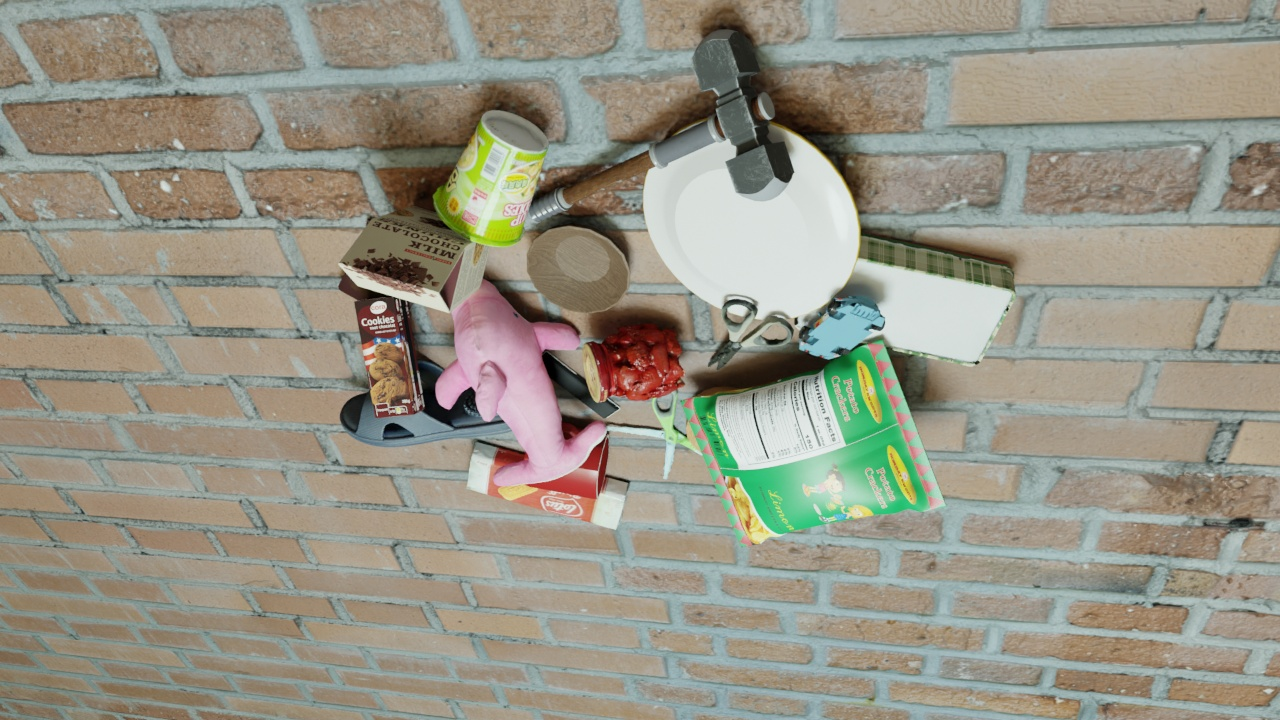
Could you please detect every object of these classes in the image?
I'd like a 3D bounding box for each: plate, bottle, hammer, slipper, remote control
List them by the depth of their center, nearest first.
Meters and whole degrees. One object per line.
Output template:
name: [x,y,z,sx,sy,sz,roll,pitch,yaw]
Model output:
hammer: [-0.012,-0.188,0.901,0.323,0.042,0.156,-16,96,37]
plate: [0.102,-0.132,0.912,0.230,0.021,0.230,18,134,19]
bottle: [-0.006,0.006,1.059,0.111,0.099,0.099,-12,134,-14]
remote control: [-0.080,0.033,1.155,0.124,0.011,0.028,39,129,-21]
slipper: [-0.266,0.048,1.157,0.264,0.101,0.083,-3,132,12]

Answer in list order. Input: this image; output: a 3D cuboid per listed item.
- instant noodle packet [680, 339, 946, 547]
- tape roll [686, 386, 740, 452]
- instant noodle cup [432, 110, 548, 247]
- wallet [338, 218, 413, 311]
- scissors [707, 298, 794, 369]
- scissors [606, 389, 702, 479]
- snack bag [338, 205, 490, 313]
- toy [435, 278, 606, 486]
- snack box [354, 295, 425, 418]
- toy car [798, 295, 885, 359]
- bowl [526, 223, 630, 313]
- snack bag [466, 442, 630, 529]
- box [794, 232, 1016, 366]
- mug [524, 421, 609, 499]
instant noodle packet: [0.188,0.103,1.038,0.253,0.090,0.195,-19,98,31]
tape roll: [0.103,0.077,1.128,0.094,0.027,0.094,3,126,3]
instant noodle cup: [-0.144,-0.186,0.922,0.099,0.098,0.108,26,125,-10]
wallet: [-0.299,-0.106,1.084,0.091,0.018,0.116,31,129,-15]
scissors: [0.118,-0.016,1.021,0.133,0.012,0.170,14,150,22]
scissors: [0.040,0.098,1.182,0.172,0.021,0.172,5,134,4]
snack bag: [-0.223,-0.100,0.930,0.094,0.206,0.070,16,105,-1]
toy: [-0.154,0.029,1.060,0.187,0.127,0.265,-25,102,7]
snack box: [-0.298,-0.005,1.092,0.051,0.031,0.141,-5,99,13]
toy car: [0.206,-0.038,0.943,0.060,0.027,0.108,19,152,-12]
bowl: [-0.066,-0.106,1.012,0.118,0.030,0.118,7,133,8]
snack bag: [-0.129,0.176,1.279,0.225,0.041,0.078,16,131,1]
box: [0.269,-0.065,0.953,0.205,0.050,0.118,12,137,5]
mug: [-0.095,0.120,1.188,0.096,0.080,0.117,10,140,6]
